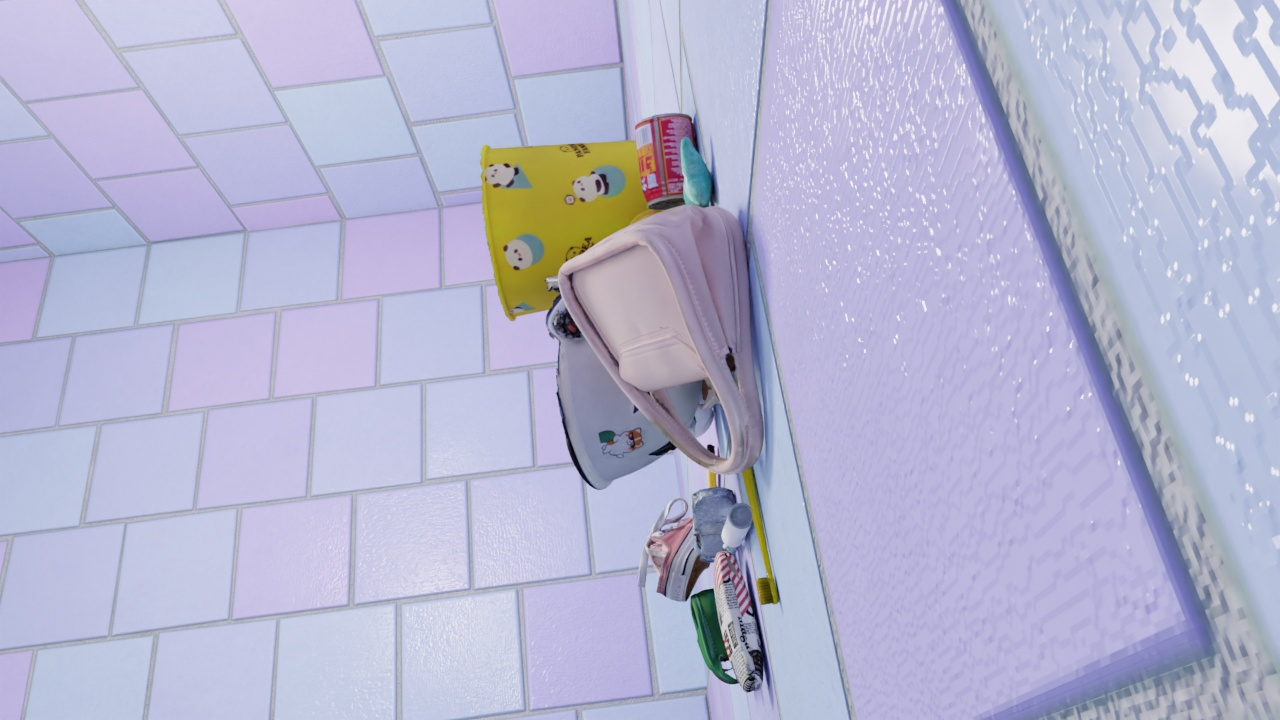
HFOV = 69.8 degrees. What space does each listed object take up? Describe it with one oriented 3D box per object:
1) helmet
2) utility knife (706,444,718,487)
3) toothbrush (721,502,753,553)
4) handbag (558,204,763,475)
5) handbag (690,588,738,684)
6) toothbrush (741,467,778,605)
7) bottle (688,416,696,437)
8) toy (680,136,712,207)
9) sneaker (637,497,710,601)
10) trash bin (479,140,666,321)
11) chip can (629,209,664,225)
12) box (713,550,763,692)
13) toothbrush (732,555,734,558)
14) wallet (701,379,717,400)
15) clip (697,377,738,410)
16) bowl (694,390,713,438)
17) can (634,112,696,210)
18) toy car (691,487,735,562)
[{"bbox_3d":[-0.006,0.006,1.046,0.273,0.157,0.230,-96,-11,-54],"label":"helmet"},{"bbox_3d":[0.104,0.165,1.310,0.156,0.015,0.033,82,-173,-53],"label":"utility knife"},{"bbox_3d":[0.103,0.190,1.013,0.026,0.026,0.221,42,167,15],"label":"toothbrush"},{"bbox_3d":[0.034,-0.007,0.797,0.194,0.093,0.234,-16,97,62],"label":"handbag"},{"bbox_3d":[0.107,0.347,1.159,0.131,0.068,0.120,87,169,-70],"label":"handbag"},{"bbox_3d":[0.103,0.137,0.858,0.016,0.016,0.189,84,178,-55],"label":"toothbrush"},{"bbox_3d":[0.048,0.025,1.178,0.194,0.044,0.080,-92,21,-46],"label":"bottle"},{"bbox_3d":[0.060,-0.165,0.922,0.092,0.030,0.096,59,-164,-79],"label":"toy"},{"bbox_3d":[0.052,0.252,1.255,0.240,0.088,0.118,-34,-43,-69],"label":"sneaker"},{"bbox_3d":[-0.061,-0.181,1.194,0.229,0.255,0.229,161,102,-89],"label":"trash bin"},{"bbox_3d":[0.029,-0.113,0.982,0.213,0.072,0.072,-110,12,-72],"label":"chip can"},{"bbox_3d":[0.112,0.289,1.030,0.069,0.052,0.164,64,-168,-48],"label":"box"},{"bbox_3d":[0.124,0.334,1.252,0.021,0.029,0.189,-43,-42,-42],"label":"toothbrush"},{"bbox_3d":[0.081,-0.021,1.144,0.115,0.020,0.101,-93,-2,-59],"label":"wallet"},{"bbox_3d":[0.083,0.038,0.960,0.102,0.035,0.095,-112,16,-56],"label":"clip"},{"bbox_3d":[0.060,0.068,1.238,0.064,0.118,0.118,37,-153,-30],"label":"bowl"},{"bbox_3d":[0.031,-0.219,1.020,0.066,0.066,0.093,91,172,-88],"label":"can"},{"bbox_3d":[0.091,0.203,1.126,0.036,0.054,0.121,-93,-2,-50],"label":"toy car"}]
